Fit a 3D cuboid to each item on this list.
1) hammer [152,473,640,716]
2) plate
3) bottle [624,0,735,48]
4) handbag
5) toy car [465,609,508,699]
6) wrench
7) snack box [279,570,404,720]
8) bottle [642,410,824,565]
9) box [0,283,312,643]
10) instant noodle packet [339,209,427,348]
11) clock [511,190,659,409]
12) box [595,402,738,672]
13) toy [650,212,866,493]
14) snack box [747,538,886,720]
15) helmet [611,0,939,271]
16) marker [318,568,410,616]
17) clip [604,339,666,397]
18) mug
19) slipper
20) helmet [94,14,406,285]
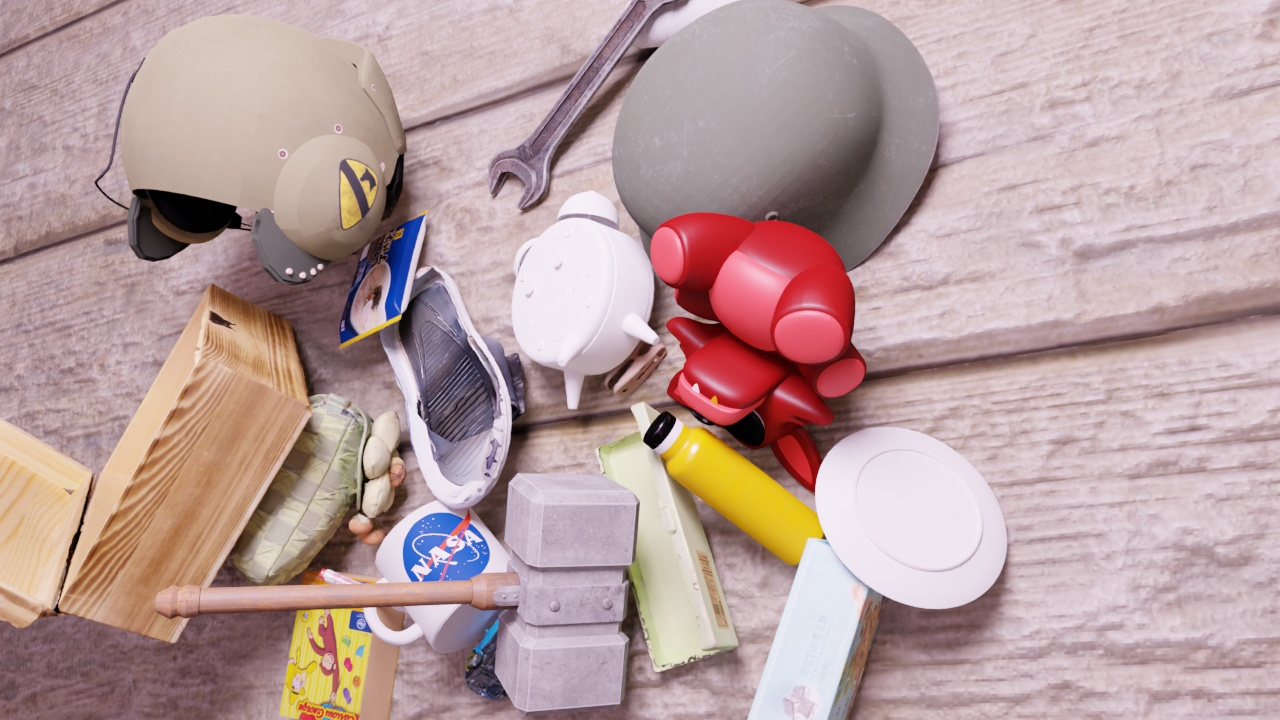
[{"bbox_3d":[-0.165,0.165,0.647,0.083,0.317,0.163,-169,83,-68],"label":"hammer"},{"bbox_3d":[0.184,0.100,0.618,0.134,0.011,0.134,6,54,-8],"label":"plate"},{"bbox_3d":[0.053,-0.301,0.804,0.136,0.044,0.044,4,80,26],"label":"bottle"},{"bbox_3d":[-0.277,0.122,0.818,0.117,0.113,0.186,26,77,1],"label":"handbag"},{"bbox_3d":[-0.103,0.227,0.753,0.105,0.048,0.032,-56,18,2],"label":"toy car"},{"bbox_3d":[-0.051,-0.247,0.827,0.274,0.010,0.070,-48,67,21],"label":"wrench"},{"bbox_3d":[-0.265,0.257,0.822,0.088,0.040,0.125,1,78,25],"label":"snack box"},{"bbox_3d":[0.066,0.090,0.663,0.143,0.043,0.043,38,96,-10],"label":"bottle"},{"bbox_3d":[-0.504,0.052,0.772,0.286,0.336,0.279,-60,30,3],"label":"box"},{"bbox_3d":[-0.246,-0.079,0.881,0.087,0.026,0.134,-21,49,32],"label":"instant noodle packet"},{"bbox_3d":[-0.056,-0.056,0.761,0.126,0.072,0.160,-39,53,32],"label":"clock"},{"bbox_3d":[0.009,0.137,0.702,0.082,0.098,0.187,-24,66,18],"label":"box"},{"bbox_3d":[0.080,-0.004,0.655,0.158,0.198,0.120,31,49,25],"label":"toy"},{"bbox_3d":[0.117,0.213,0.621,0.053,0.075,0.174,14,75,28],"label":"snack box"},{"bbox_3d":[0.072,-0.169,0.704,0.269,0.153,0.227,-42,63,28],"label":"helmet"},{"bbox_3d":[-0.209,0.210,0.787,0.142,0.013,0.013,22,87,0],"label":"marker"},{"bbox_3d":[-0.002,0.006,0.770,0.049,0.025,0.061,6,73,22],"label":"clip"},{"bbox_3d":[-0.168,0.185,0.756,0.121,0.091,0.090,-33,61,-24],"label":"mug"},{"bbox_3d":[-0.164,0.018,0.822,0.111,0.063,0.263,-43,51,12],"label":"slipper"},{"bbox_3d":[-0.322,-0.182,0.821,0.251,0.255,0.232,10,85,25],"label":"helmet"}]
